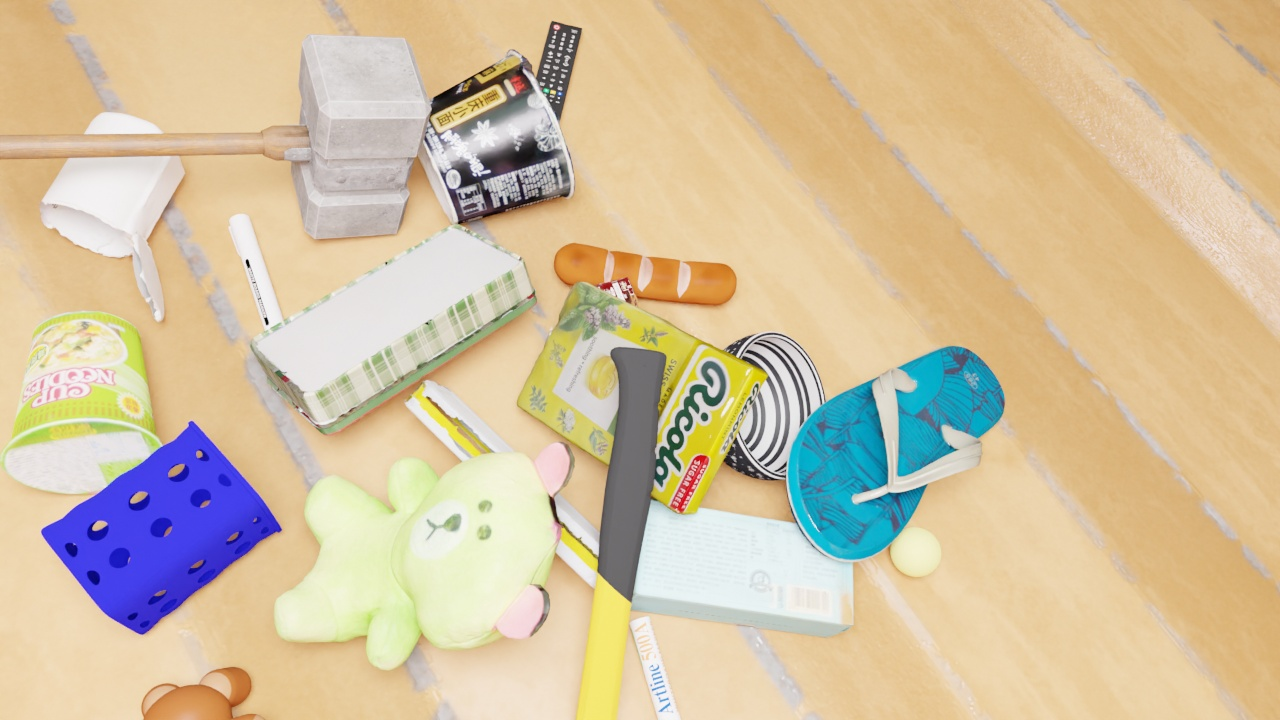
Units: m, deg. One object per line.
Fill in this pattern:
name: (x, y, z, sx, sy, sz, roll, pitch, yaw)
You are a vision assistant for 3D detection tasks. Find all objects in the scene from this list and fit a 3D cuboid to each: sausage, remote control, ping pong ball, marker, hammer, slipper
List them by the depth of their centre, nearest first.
hammer: (-0.018, 0.152, 0.641, 0.127, 0.029, 0.323, 9, 86, -7)
marker: (0.021, 0.260, 0.669, 0.017, 0.017, 0.145, -12, 66, -17)
hammer: (-0.335, -0.164, 0.696, 0.317, 0.163, 0.083, -8, 65, -28)
ping pong ball: (0.225, 0.157, 0.750, 0.040, 0.040, 0.040, 5, 63, -9)
slipper: (0.224, 0.055, 0.760, 0.294, 0.060, 0.118, -29, 73, -36)
marker: (-0.319, -0.065, 0.766, 0.020, 0.017, 0.133, -31, 69, 15)
sausage: (0.004, -0.076, 0.820, 0.164, 0.044, 0.039, 7, 67, -8)
remote control: (-0.087, -0.290, 0.927, 0.033, 0.015, 0.146, 12, 62, -5)

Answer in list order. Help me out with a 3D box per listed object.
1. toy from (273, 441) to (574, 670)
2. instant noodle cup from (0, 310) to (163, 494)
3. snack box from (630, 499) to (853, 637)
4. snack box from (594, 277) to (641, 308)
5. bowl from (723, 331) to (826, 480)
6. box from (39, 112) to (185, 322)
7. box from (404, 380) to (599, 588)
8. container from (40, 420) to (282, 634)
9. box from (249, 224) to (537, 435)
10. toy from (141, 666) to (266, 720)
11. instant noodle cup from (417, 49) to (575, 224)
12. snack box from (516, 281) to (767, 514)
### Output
toy: (-0.139, 0.136, 0.632, 0.197, 0.107, 0.150, -1, 60, 9)
instant noodle cup: (-0.401, 0.026, 0.663, 0.098, 0.099, 0.108, -10, 58, -16)
snack box: (0.077, 0.162, 0.710, 0.174, 0.053, 0.074, 10, 62, -8)
snack box: (-0.005, 0.005, 0.774, 0.031, 0.051, 0.140, -15, 67, -18)
bowl: (0.091, 0.040, 0.760, 0.120, 0.067, 0.120, 10, 75, -40)
box: (-0.411, -0.116, 0.738, 0.126, 0.085, 0.155, 20, 63, -8)
box: (-0.098, 0.096, 0.701, 0.210, 0.064, 0.037, 42, 85, 11)
container: (-0.327, 0.117, 0.634, 0.085, 0.085, 0.113, 43, 64, 13)
box: (-0.192, -0.029, 0.728, 0.205, 0.051, 0.118, -38, 46, -26)
toy: (-0.281, 0.267, 0.588, 0.095, 0.065, 0.127, -13, 75, -9)
instant noodle cup: (-0.135, -0.186, 0.805, 0.112, 0.137, 0.137, -26, 71, -13)
snack box: (-0.007, 0.022, 0.710, 0.181, 0.045, 0.121, 30, 94, 29)
